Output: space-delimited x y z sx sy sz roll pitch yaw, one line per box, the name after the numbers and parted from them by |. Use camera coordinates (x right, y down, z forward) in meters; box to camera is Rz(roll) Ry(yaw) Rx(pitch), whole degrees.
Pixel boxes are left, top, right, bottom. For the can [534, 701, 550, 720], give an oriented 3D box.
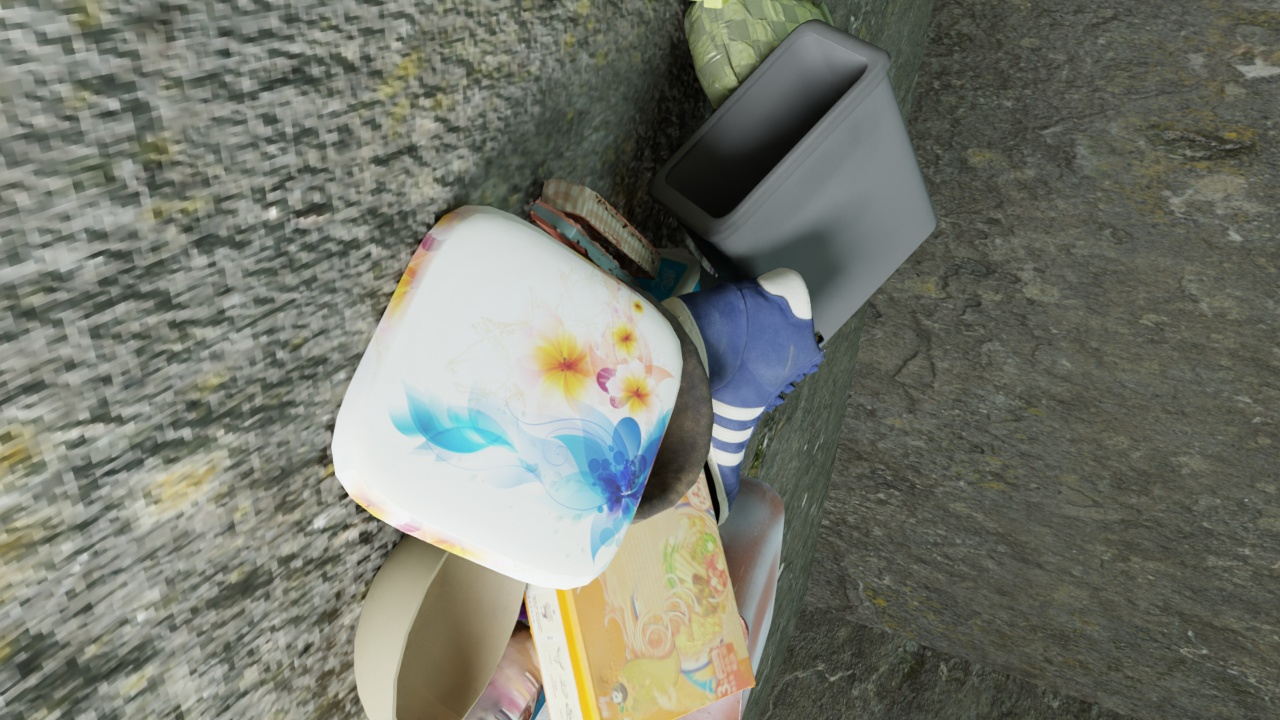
-0.093 0.292 0.731 0.135 0.078 0.078 -53 152 -48 | can

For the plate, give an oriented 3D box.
-0.060 0.021 0.513 0.187 0.016 0.186 31 70 -28 | plate

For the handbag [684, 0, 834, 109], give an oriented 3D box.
0.106 -0.261 0.815 0.186 0.117 0.113 -7 76 -38 | handbag

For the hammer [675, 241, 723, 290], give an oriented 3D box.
0.107 -0.210 0.899 0.029 0.127 0.323 -172 -94 -75 | hammer

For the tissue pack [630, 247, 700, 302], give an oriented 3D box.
-0.005 0.005 0.782 0.117 0.066 0.208 84 30 -45 | tissue pack

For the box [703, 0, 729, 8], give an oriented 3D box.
0.063 -0.349 0.662 0.220 0.082 0.125 -52 151 -47 | box

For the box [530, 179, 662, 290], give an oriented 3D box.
-0.025 -0.090 0.668 0.060 0.058 0.186 67 11 15 | box

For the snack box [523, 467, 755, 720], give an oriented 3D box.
-0.012 0.162 0.674 0.144 0.081 0.195 -6 78 -39 | snack box

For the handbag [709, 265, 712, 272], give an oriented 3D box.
0.103 -0.127 1.004 0.144 0.068 0.170 -40 148 -59 | handbag

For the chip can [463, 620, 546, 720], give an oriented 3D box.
-0.134 0.271 0.602 0.228 0.080 0.080 -49 149 -53 | chip can

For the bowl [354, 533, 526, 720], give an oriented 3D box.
-0.126 0.153 0.563 0.152 0.050 0.152 16 89 -72 | bowl

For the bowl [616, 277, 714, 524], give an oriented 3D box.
-0.035 0.030 0.601 0.070 0.162 0.161 -25 -150 51 | bowl

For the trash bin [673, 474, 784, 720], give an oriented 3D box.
0.036 0.227 0.897 0.260 0.182 0.157 86 25 -44 | trash bin

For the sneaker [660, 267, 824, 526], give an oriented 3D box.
0.086 0.024 0.740 0.118 0.091 0.233 -25 131 -14 | sneaker

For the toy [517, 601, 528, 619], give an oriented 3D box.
-0.058 0.201 0.747 0.055 0.088 0.106 -59 157 -22 | toy

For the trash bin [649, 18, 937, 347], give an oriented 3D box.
0.140 -0.133 0.775 0.192 0.097 0.220 -46 142 0 | trash bin
